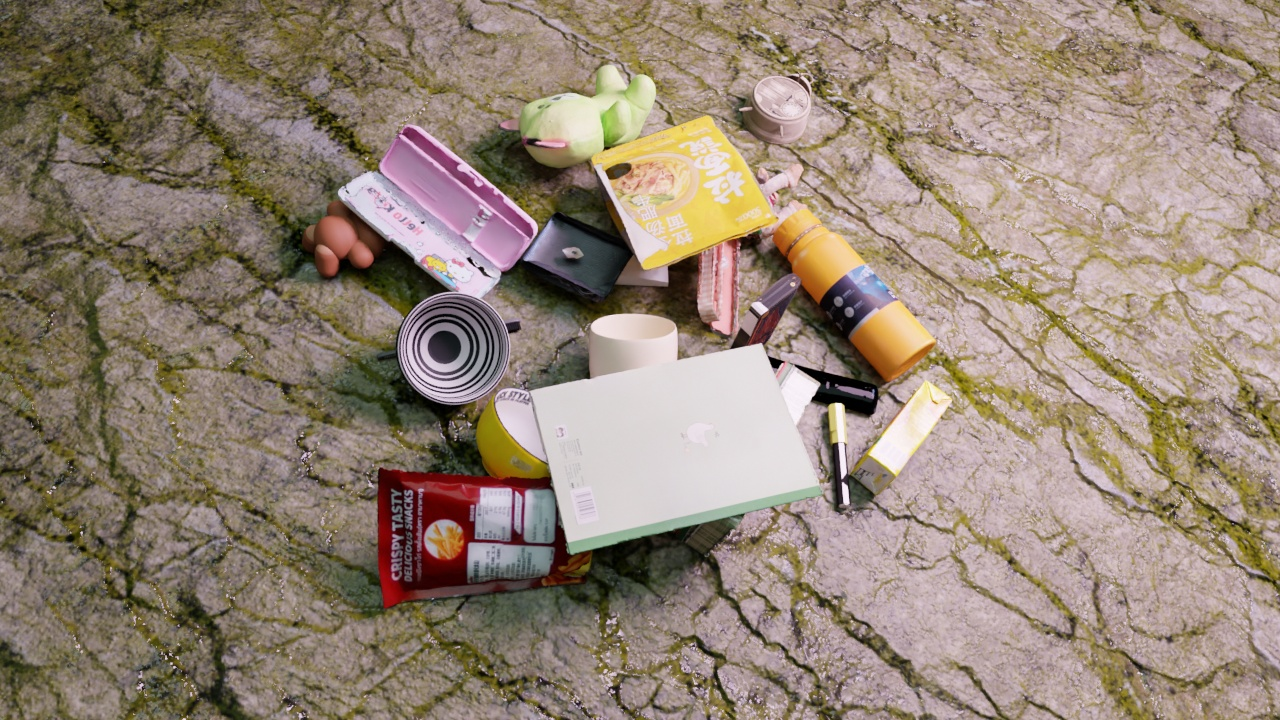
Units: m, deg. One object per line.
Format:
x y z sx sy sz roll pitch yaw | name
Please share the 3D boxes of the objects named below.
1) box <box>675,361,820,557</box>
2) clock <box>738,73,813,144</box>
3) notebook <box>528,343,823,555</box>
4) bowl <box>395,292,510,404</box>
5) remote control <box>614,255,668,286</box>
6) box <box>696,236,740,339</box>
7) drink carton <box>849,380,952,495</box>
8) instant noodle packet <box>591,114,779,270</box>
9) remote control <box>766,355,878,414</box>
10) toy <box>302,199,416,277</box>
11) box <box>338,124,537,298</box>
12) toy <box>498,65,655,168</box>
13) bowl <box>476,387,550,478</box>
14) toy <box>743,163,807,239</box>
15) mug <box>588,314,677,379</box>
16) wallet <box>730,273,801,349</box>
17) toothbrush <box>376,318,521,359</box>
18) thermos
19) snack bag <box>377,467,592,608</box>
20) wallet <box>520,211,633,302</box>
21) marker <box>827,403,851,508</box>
0.112 0.104 0.974 0.051 0.118 0.205 35 62 4 | box
0.204 -0.368 1.292 0.093 0.055 0.140 36 63 10 | clock
0.032 0.081 0.907 0.252 0.010 0.181 -12 58 -10 | notebook
-0.209 -0.014 1.002 0.120 0.066 0.120 -1 93 -23 | bowl
-0.036 -0.120 1.125 0.143 0.024 0.049 2 60 -8 | remote control
0.096 -0.117 1.132 0.042 0.082 0.186 -8 59 22 | box
0.298 0.086 1.049 0.043 0.059 0.134 39 60 13 | drink carton
0.050 -0.190 1.078 0.163 0.084 0.221 -20 40 -4 | instant noodle packet
0.209 0.027 1.089 0.152 0.020 0.041 15 58 0 | remote control
-0.325 -0.147 1.077 0.127 0.065 0.095 -19 68 -31 | toy
-0.234 -0.169 1.079 0.201 0.077 0.146 39 76 -2 | box
-0.074 -0.302 1.176 0.196 0.107 0.150 -37 41 -20 | toy
-0.123 0.092 0.954 0.117 0.068 0.117 36 20 -16 | bowl
0.162 -0.197 1.173 0.074 0.085 0.105 28 64 22 | toy
-0.006 0.006 1.019 0.096 0.100 0.120 5 20 10 | mug
0.140 -0.045 1.057 0.072 0.123 0.019 -36 72 -26 | wallet
-0.216 -0.024 1.045 0.167 0.013 0.013 -14 72 -17 | toothbrush
0.258 -0.083 1.136 0.076 0.091 0.232 -39 71 3 | thermos
-0.150 0.172 0.896 0.207 0.066 0.139 -1 104 -15 | snack bag
-0.073 -0.123 1.090 0.115 0.026 0.089 25 60 7 | wallet
0.227 0.107 1.047 0.021 0.018 0.123 34 48 -44 | marker
